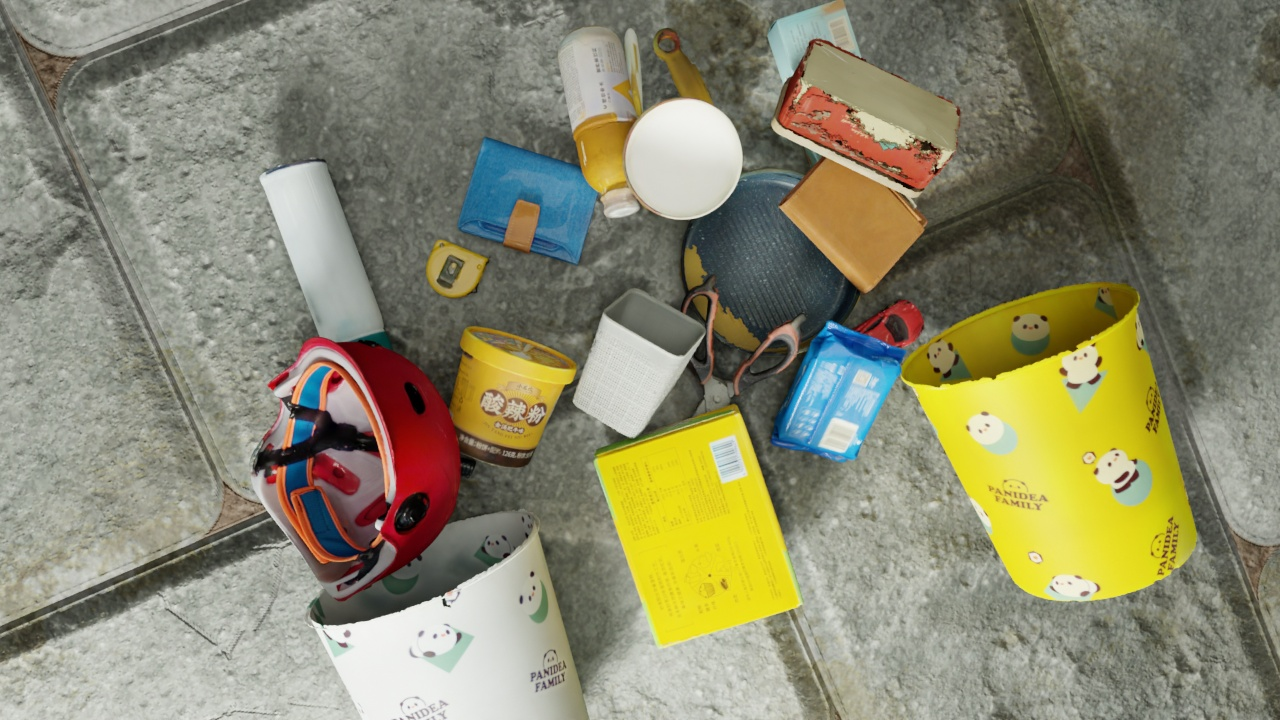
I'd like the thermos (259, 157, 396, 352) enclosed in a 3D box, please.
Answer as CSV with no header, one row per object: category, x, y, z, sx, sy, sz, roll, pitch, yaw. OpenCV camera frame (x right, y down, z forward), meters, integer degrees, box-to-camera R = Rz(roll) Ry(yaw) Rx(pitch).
thermos,-0.314,-0.086,0.929,0.073,0.073,0.224,-19,94,-4

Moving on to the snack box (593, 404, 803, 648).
snack box,0.058,0.167,0.940,0.158,0.070,0.210,-19,93,5

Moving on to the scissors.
scissors,0.087,0.018,0.961,0.227,0.015,0.189,-39,101,14

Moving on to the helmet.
helmet,-0.246,0.085,0.861,0.207,0.143,0.241,41,120,27

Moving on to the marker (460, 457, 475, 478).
marker,-0.239,0.099,0.965,0.130,0.018,0.023,14,100,-6

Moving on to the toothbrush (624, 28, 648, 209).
toothbrush,-0.002,-0.256,0.972,0.016,0.018,0.191,-5,92,-7

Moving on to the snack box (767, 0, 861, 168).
snack box,0.199,-0.284,0.971,0.074,0.051,0.175,-19,93,-3

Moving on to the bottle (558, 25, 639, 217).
bottle,-0.036,-0.240,0.933,0.068,0.068,0.189,-11,84,-5

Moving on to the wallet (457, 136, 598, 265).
wallet,-0.115,-0.165,0.958,0.133,0.040,0.106,17,86,-5

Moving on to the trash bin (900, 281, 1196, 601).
trash bin,0.420,0.084,0.926,0.229,0.229,0.255,-26,99,-4

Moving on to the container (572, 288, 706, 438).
container,-0.005,0.005,0.924,0.090,0.090,0.114,31,120,9

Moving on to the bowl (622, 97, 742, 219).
bowl,0.041,-0.196,0.892,0.113,0.062,0.113,1,103,3

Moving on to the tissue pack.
tissue pack,0.205,0.035,0.963,0.095,0.052,0.157,17,118,-5

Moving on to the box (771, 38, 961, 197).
box,0.224,-0.240,0.891,0.168,0.080,0.091,24,54,-5

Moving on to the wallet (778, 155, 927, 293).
wallet,0.221,-0.151,0.943,0.132,0.031,0.107,43,86,-13

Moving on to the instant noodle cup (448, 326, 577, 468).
instant noodle cup,-0.138,0.038,0.926,0.118,0.118,0.114,20,98,-5

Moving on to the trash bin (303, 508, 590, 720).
trash bin,-0.164,0.306,0.884,0.229,0.229,0.252,-20,98,-4

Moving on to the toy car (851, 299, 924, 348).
toy car,0.261,-0.025,0.997,0.106,0.031,0.049,-32,95,-5

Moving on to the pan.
pan,0.102,-0.172,0.954,0.197,0.078,0.357,-29,94,-4

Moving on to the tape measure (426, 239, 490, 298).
tape measure,-0.194,-0.094,0.956,0.060,0.029,0.057,23,91,-5
